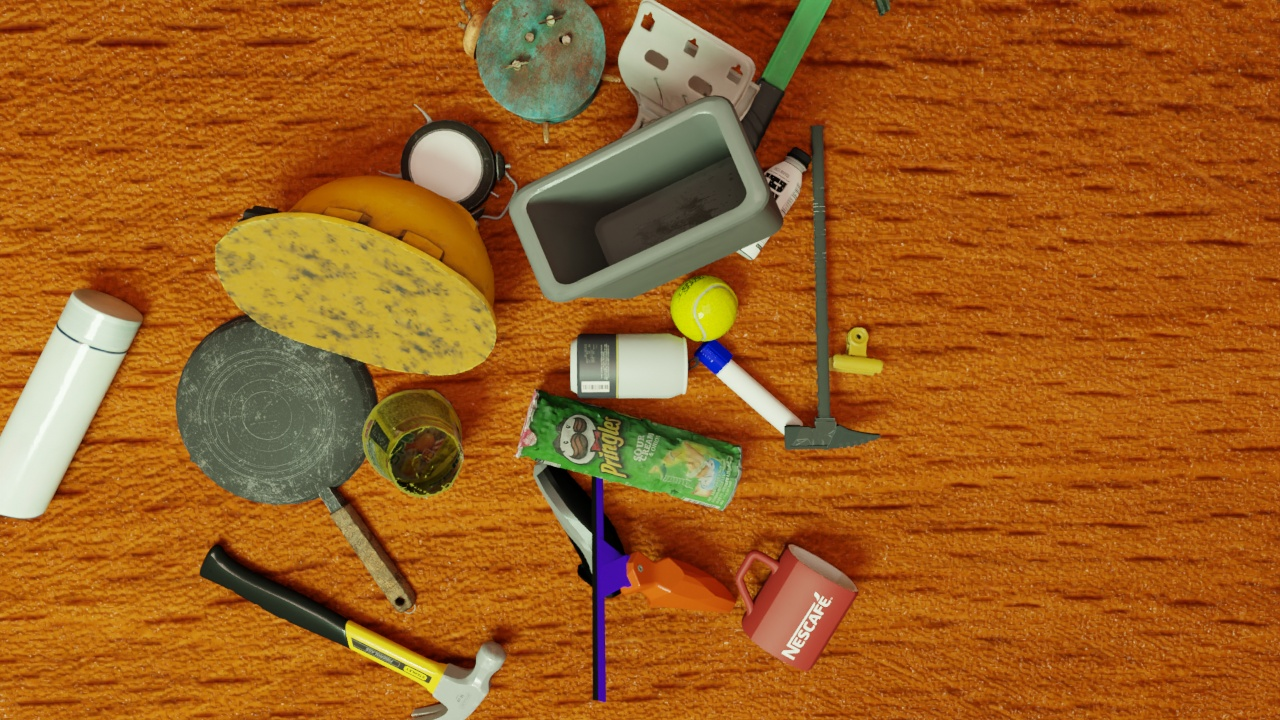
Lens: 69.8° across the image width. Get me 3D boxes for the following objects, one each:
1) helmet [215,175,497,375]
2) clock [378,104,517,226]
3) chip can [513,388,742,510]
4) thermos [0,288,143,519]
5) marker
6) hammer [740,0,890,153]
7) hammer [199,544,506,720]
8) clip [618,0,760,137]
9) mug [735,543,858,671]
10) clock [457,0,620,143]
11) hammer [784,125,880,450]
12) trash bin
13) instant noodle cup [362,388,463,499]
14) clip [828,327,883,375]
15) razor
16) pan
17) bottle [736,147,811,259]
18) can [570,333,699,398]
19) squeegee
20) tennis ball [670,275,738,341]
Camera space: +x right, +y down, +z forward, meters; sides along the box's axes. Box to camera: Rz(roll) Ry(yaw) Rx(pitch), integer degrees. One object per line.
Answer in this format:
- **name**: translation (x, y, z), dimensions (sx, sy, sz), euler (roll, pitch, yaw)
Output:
- **helmet**: translation (-0.239, -0.097, 0.851), dimensions (0.255, 0.206, 0.131), euler (10, 55, 8)
- **clock**: translation (-0.181, -0.184, 0.891), dimensions (0.123, 0.043, 0.091), euler (30, 96, -7)
- **chip can**: translation (-0.009, 0.091, 0.922), dimensions (0.223, 0.075, 0.075), euler (15, 98, -8)
- **thermos**: translation (-0.569, 0.042, 0.897), dimensions (0.068, 0.068, 0.230), euler (29, 96, -7)
- **marker**: translation (0.113, 0.029, 0.946), dimensions (0.133, 0.023, 0.027), euler (41, 137, -8)
- **hammer**: translation (0.130, -0.270, 0.899), dimensions (0.130, 0.032, 0.319), euler (27, 97, -7)
- **hammer**: translation (-0.309, 0.284, 0.959), dimensions (0.323, 0.029, 0.127), euler (27, 108, -3)
- **clip**: translation (0.040, -0.255, 0.875), dimensions (0.126, 0.109, 0.151), euler (36, 140, 11)
- **mug**: translation (0.151, 0.248, 0.956), dimensions (0.116, 0.080, 0.096), euler (30, 96, 0)
- **clock**: translation (-0.103, -0.299, 0.862), dimensions (0.121, 0.073, 0.157), euler (-39, 98, 3)
- **hammer**: translation (0.189, -0.072, 0.922), dimensions (0.095, 0.015, 0.325), euler (-2, 92, 6)
- **trash bin**: translation (0.019, -0.127, 0.798), dimensions (0.192, 0.219, 0.097), euler (-23, 88, 13)
- **instant noodle cup**: translation (-0.214, 0.084, 0.888), dimensions (0.102, 0.108, 0.102), euler (-3, 100, -20)
- **clip**: translation (0.223, -0.007, 0.945), dimensions (0.054, 0.046, 0.048), euler (7, 123, -2)
- **razor**: translation (-0.061, 0.169, 0.949), dimensions (0.060, 0.057, 0.156), euler (-18, 101, 33)
- **pan**: translation (-0.331, 0.117, 0.936), dimensions (0.208, 0.040, 0.357), euler (-31, 98, 2)
- **bottle**: translation (0.128, -0.158, 0.910), dimensions (0.041, 0.041, 0.116), euler (34, 96, -7)
- **can**: translation (-0.006, 0.005, 0.918), dimensions (0.127, 0.064, 0.064), euler (0, 99, -3)
- **squeegee**: translation (0.030, 0.227, 0.932), dimensions (0.184, 0.249, 0.055), euler (27, 136, -36)
- **tennis ball**: translation (0.063, -0.052, 0.911), dimensions (0.065, 0.065, 0.065), euler (0, 99, -3)
